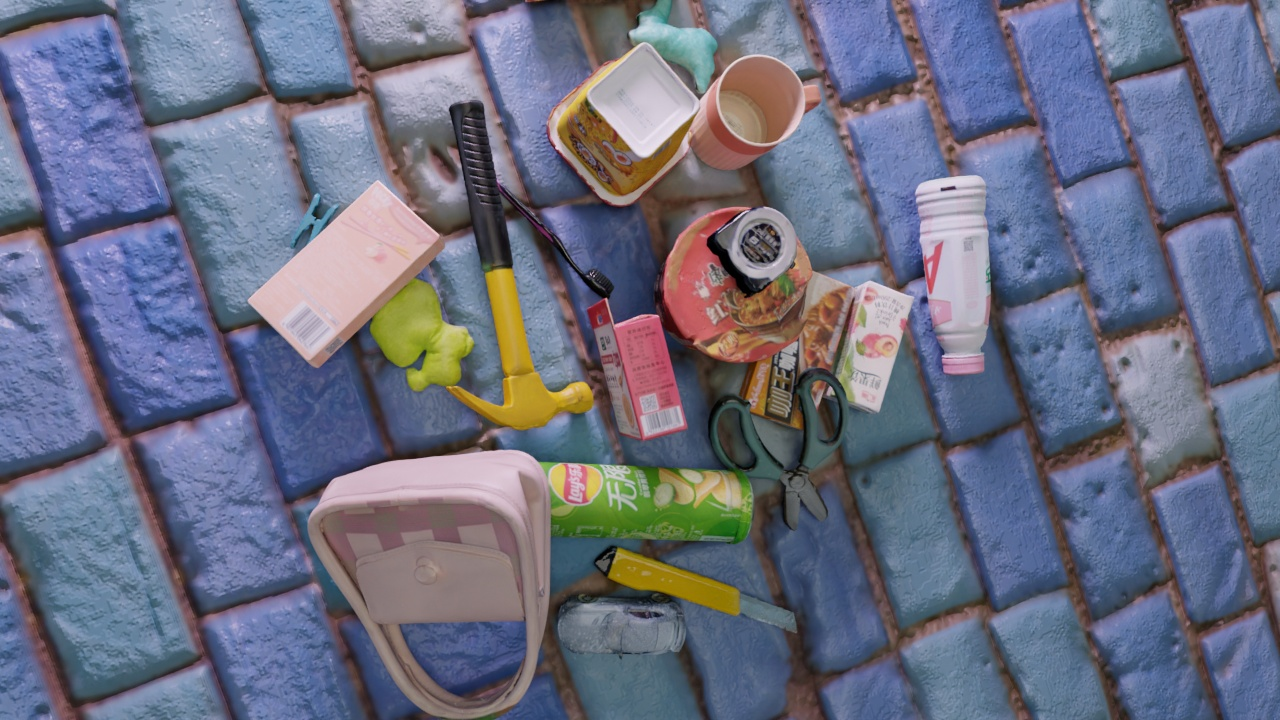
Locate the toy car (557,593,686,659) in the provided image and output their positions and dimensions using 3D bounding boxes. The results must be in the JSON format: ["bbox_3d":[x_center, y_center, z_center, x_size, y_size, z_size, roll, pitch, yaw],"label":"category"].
[{"bbox_3d":[-0.017,0.248,0.856,0.120,0.036,0.054,4,105,-9],"label":"toy car"}]

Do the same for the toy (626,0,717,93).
[{"bbox_3d":[0.033,-0.314,0.889,0.092,0.030,0.096,16,74,-13],"label":"toy"}]

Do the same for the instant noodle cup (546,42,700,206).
[{"bbox_3d":[-0.010,-0.217,0.829,0.116,0.124,0.116,-44,98,-10],"label":"instant noodle cup"}]

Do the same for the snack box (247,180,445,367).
[{"bbox_3d":[-0.257,-0.077,0.807,0.084,0.026,0.157,42,79,13],"label":"snack box"}]

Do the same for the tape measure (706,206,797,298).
[{"bbox_3d":[0.099,-0.097,0.784,0.066,0.033,0.066,-37,98,-9],"label":"tape measure"}]

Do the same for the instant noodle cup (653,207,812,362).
[{"bbox_3d":[0.074,-0.065,0.851,0.138,0.109,0.138,0,89,-13],"label":"instant noodle cup"}]

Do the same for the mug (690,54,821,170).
[{"bbox_3d":[0.110,-0.233,0.865,0.114,0.106,0.081,-17,92,-13],"label":"mug"}]

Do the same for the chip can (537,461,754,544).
[{"bbox_3d":[-0.005,0.131,0.848,0.221,0.073,0.072,4,88,-12],"label":"chip can"}]

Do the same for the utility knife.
[{"bbox_3d":[0.057,0.224,0.888,0.216,0.015,0.033,21,91,-10],"label":"utility knife"}]

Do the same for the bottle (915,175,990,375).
[{"bbox_3d":[0.321,-0.084,0.930,0.068,0.068,0.197,-6,93,-13],"label":"bottle"}]

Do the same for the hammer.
[{"bbox_3d":[-0.130,-0.084,0.831,0.128,0.033,0.300,-12,92,-28],"label":"hammer"}]

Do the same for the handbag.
[{"bbox_3d":[-0.163,0.199,0.780,0.193,0.093,0.234,-5,103,16],"label":"handbag"}]

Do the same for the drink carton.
[{"bbox_3d":[0.225,-0.012,0.916,0.053,0.045,0.122,19,84,-6],"label":"drink carton"}]

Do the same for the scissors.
[{"bbox_3d":[0.156,0.081,0.890,0.171,0.019,0.177,-37,105,6],"label":"scissors"}]

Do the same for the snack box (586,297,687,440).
[{"bbox_3d":[-0.005,0.005,0.830,0.044,0.113,0.127,-15,92,-11],"label":"snack box"}]

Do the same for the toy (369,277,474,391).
[{"bbox_3d":[-0.201,-0.023,0.829,0.100,0.031,0.096,22,85,-12],"label":"toy"}]

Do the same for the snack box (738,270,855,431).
[{"bbox_3d":[0.154,-0.013,0.910,0.075,0.026,0.153,20,85,-11],"label":"snack box"}]

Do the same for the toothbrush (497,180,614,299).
[{"bbox_3d":[-0.094,-0.128,0.865,0.189,0.014,0.017,45,64,-7],"label":"toothbrush"}]

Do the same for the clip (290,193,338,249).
[{"bbox_3d":[-0.293,-0.121,0.820,0.047,0.014,0.057,28,82,-13],"label":"clip"}]
